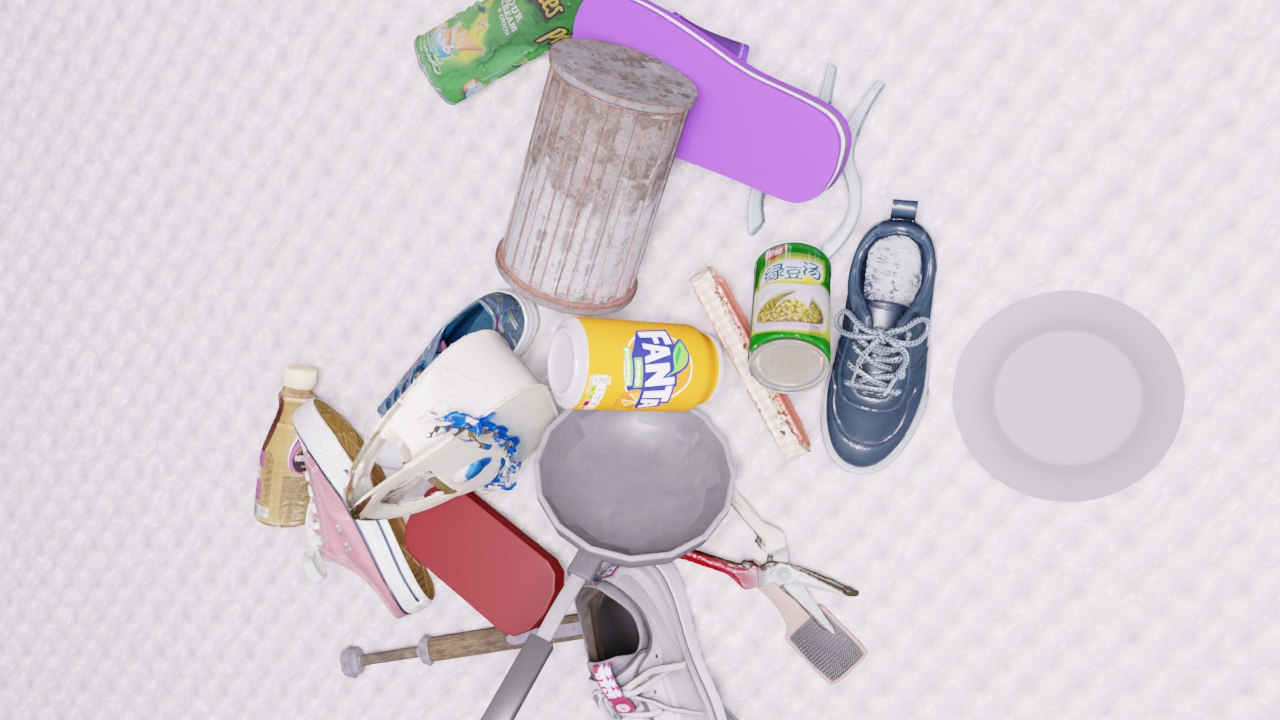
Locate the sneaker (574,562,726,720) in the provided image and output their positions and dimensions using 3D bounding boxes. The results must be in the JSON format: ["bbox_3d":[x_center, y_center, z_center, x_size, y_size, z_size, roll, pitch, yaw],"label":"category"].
[{"bbox_3d":[0.002,0.298,0.803,0.097,0.128,0.262,-20,73,25],"label":"sneaker"}]

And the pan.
[{"bbox_3d":[-0.044,0.167,0.766,0.179,0.356,0.041,22,143,13],"label":"pan"}]

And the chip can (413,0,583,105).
[{"bbox_3d":[-0.103,-0.318,0.846,0.224,0.075,0.075,-25,87,16],"label":"chip can"}]

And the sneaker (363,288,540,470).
[{"bbox_3d":[-0.194,0.025,0.895,0.236,0.079,0.087,-45,81,14],"label":"sneaker"}]

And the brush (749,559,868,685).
[{"bbox_3d":[0.144,0.237,0.845,0.135,0.015,0.050,44,104,9],"label":"brush"}]

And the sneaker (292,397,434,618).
[{"bbox_3d":[-0.297,0.157,0.923,0.088,0.118,0.241,-27,92,-1],"label":"sneaker"}]

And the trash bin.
[{"bbox_3d":[-0.042,-0.146,0.780,0.131,0.130,0.212,29,126,12],"label":"trash bin"}]

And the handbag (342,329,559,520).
[{"bbox_3d":[-0.165,0.081,0.813,0.199,0.201,0.093,-41,74,-9],"label":"handbag"}]

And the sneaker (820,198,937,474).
[{"bbox_3d":[0.203,-0.014,0.771,0.089,0.087,0.235,8,96,15],"label":"sneaker"}]

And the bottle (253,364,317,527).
[{"bbox_3d":[-0.366,0.088,0.961,0.060,0.059,0.166,11,96,15],"label":"bottle"}]

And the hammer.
[{"bbox_3d":[-0.171,0.284,0.936,0.317,0.028,0.147,-14,84,16],"label":"hammer"}]

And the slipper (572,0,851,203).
[{"bbox_3d":[0.068,-0.232,0.799,0.266,0.083,0.107,32,128,18],"label":"slipper"}]

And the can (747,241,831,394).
[{"bbox_3d":[0.126,-0.038,0.770,0.067,0.120,0.067,6,139,5],"label":"can"}]

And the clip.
[{"bbox_3d":[0.132,-0.181,0.811,0.141,0.029,0.171,14,98,14],"label":"clip"}]

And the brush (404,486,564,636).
[{"bbox_3d":[-0.151,0.192,0.903,0.173,0.042,0.082,34,94,19],"label":"brush"}]

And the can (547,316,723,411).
[{"bbox_3d":[-0.005,0.005,0.802,0.079,0.142,0.079,-9,80,61],"label":"can"}]

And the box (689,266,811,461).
[{"bbox_3d":[0.097,0.001,0.812,0.043,0.083,0.187,-28,84,13],"label":"box"}]

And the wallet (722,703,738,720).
[{"bbox_3d":[0.068,0.381,0.860,0.131,0.054,0.100,43,96,12],"label":"wallet"}]

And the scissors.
[{"bbox_3d":[0.097,0.171,0.847,0.193,0.015,0.179,-11,83,10],"label":"scissors"}]

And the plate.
[{"bbox_3d":[0.356,0.031,0.768,0.178,0.012,0.178,1,94,16],"label":"plate"}]
